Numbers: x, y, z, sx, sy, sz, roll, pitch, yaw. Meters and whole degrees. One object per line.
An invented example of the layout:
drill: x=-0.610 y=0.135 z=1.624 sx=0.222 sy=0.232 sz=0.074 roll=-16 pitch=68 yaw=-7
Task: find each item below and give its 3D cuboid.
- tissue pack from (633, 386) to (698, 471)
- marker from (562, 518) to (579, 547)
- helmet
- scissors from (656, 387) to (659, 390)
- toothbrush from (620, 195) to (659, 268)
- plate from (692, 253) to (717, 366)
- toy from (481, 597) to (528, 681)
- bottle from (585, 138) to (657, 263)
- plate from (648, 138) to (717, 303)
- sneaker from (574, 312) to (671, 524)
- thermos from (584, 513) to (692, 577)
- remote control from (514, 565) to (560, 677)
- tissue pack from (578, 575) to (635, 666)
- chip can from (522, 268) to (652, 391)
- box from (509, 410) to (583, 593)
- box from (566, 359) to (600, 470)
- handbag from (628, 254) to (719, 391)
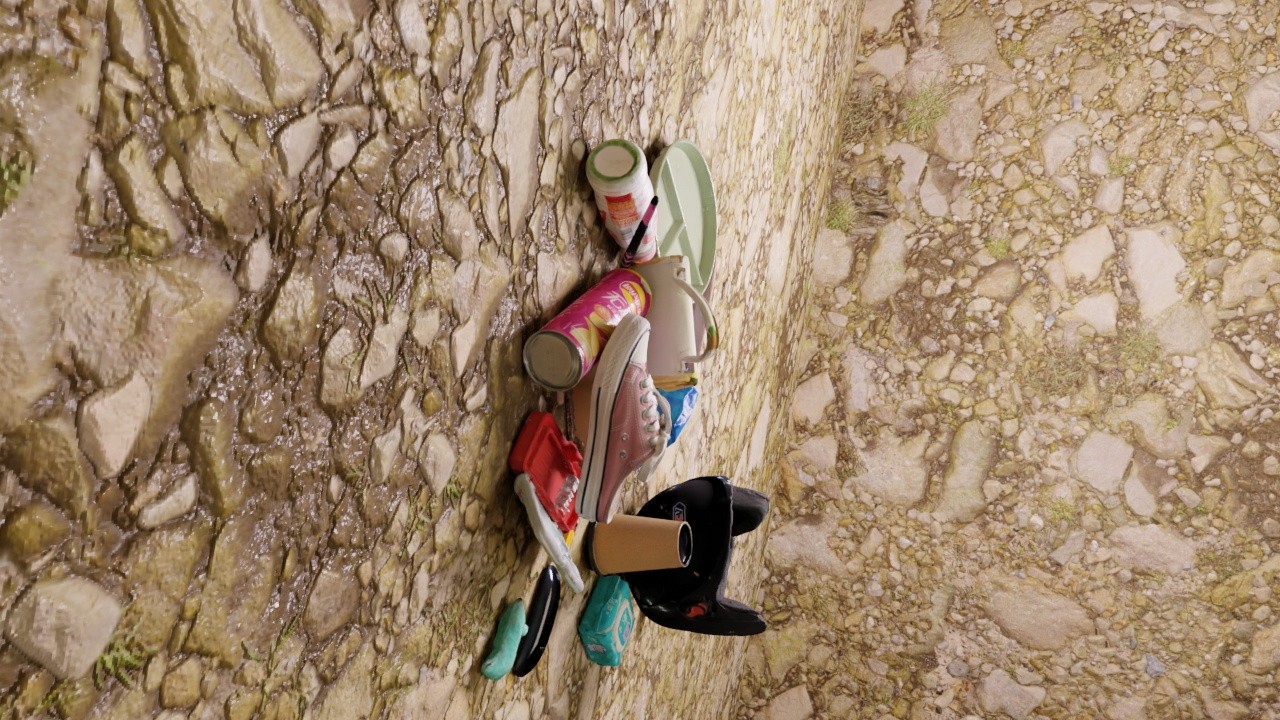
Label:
tissue pack: x=0.017 y=0.087 z=1.274 sx=0.158 sy=0.052 sz=0.094 roll=-41 pitch=-164 yaw=46
marker: x=-0.086 y=0.203 z=1.174 sx=0.018 sy=0.015 sz=0.123 roll=82 pitch=22 yaw=-50
helmet: x=0.086 y=0.299 z=1.418 sx=0.275 sy=0.230 sz=0.232 roll=81 pitch=11 yaw=-50
scissors: x=0.009 y=0.051 z=1.379 sx=0.176 sy=0.019 sz=0.172 roll=42 pitch=61 yaw=-72
toothbrush: x=-0.012 y=-0.128 z=1.091 sx=0.017 sy=0.014 sz=0.190 roll=-56 pitch=177 yaw=-39
plate: x=0.088 y=-0.059 z=1.461 sx=0.229 sy=0.028 sz=0.229 roll=30 pitch=70 yaw=-89
toy: x=-0.146 y=0.311 z=1.018 sx=0.096 sy=0.030 sz=0.091 roll=78 pitch=30 yaw=-64
bottle: x=-0.014 y=-0.180 z=1.088 sx=0.197 sy=0.068 sz=0.068 roll=67 pitch=37 yaw=-66
plate: x=0.057 y=-0.193 z=1.285 sx=0.229 sy=0.027 sz=0.230 roll=3 pitch=90 yaw=-66
sneaker: x=-0.008 y=0.070 z=1.006 sx=0.118 sy=0.088 sz=0.241 roll=-32 pitch=135 yaw=-74
thermos: x=-0.005 y=0.253 z=1.264 sx=0.093 sy=0.143 sz=0.093 roll=-2 pitch=90 yaw=-69
remote control: x=-0.119 y=0.317 z=1.114 sx=0.053 sy=0.024 sz=0.136 roll=61 pitch=43 yaw=-66
tissue pack: x=-0.047 y=0.382 z=1.345 sx=0.134 sy=0.050 sz=0.093 roll=80 pitch=27 yaw=-48
chip can: x=-0.055 y=-0.038 z=1.028 sx=0.210 sy=0.071 sz=0.071 roll=-49 pitch=145 yaw=-59
box: x=-0.098 y=0.163 z=1.029 sx=0.201 sy=0.063 sz=0.160 roll=73 pitch=14 yaw=-57
box: x=-0.047 y=0.068 z=1.135 sx=0.089 sy=0.063 sz=0.185 roll=-59 pitch=155 yaw=-51
handbag: x=0.035 y=-0.047 z=1.120 sx=0.179 sy=0.063 sz=0.163 roll=-13 pitch=-100 yaw=62
